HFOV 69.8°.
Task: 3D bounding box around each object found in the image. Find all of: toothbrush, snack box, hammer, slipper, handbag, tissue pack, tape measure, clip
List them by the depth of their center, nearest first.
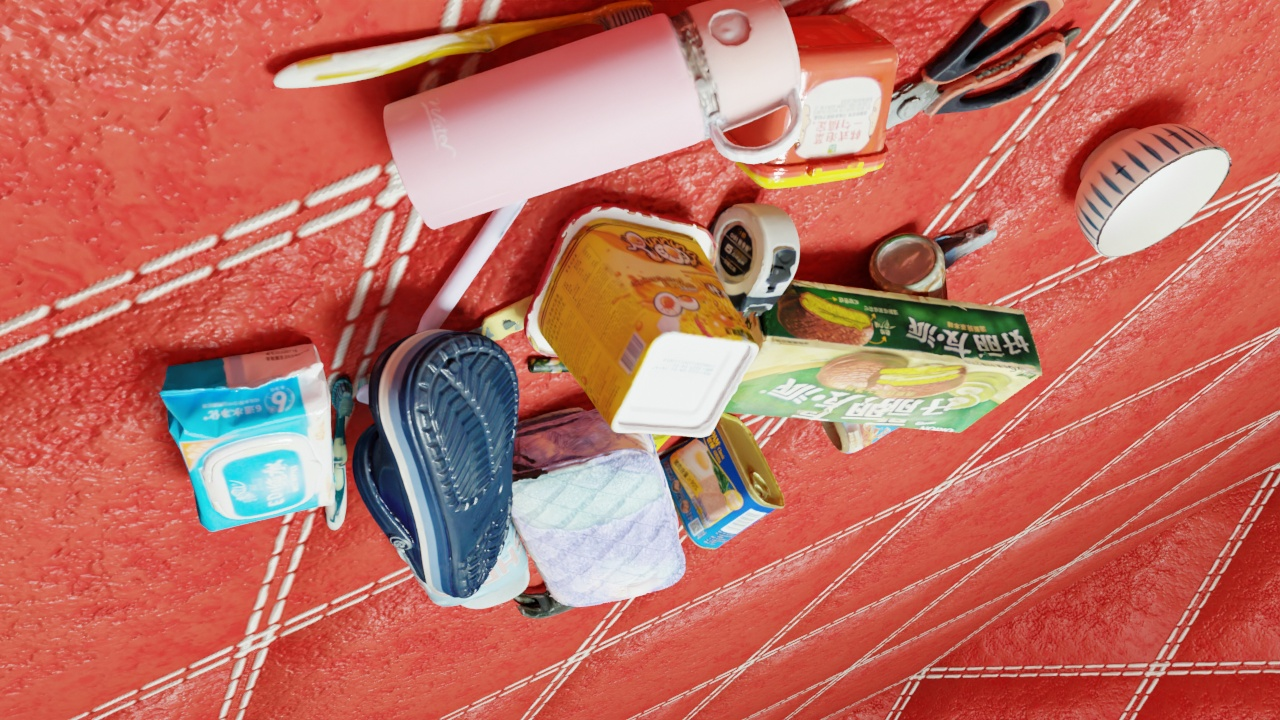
[{"bbox_3d":[-0.080,-0.152,0.447,0.191,0.018,0.016,-17,163,-16],"label":"toothbrush"},{"bbox_3d":[0.097,-0.149,0.524,0.091,0.082,0.080,-12,135,-22],"label":"snack box"},{"bbox_3d":[-0.126,-0.039,0.578,0.190,0.021,0.029,-47,180,27],"label":"toothbrush"},{"bbox_3d":[-0.242,0.051,0.579,0.089,0.063,0.140,-11,145,-23],"label":"tissue pack"},{"bbox_3d":[0.076,-0.074,0.626,0.033,0.065,0.066,-7,145,-35],"label":"tape measure"},{"bbox_3d":[-0.143,0.069,0.634,0.095,0.104,0.253,16,137,13],"label":"slipper"},{"bbox_3d":[-0.221,0.077,0.673,0.016,0.018,0.192,-9,143,-27],"label":"toothbrush"},{"bbox_3d":[-0.004,0.004,0.725,0.185,0.017,0.012,0,100,-35],"label":"toothbrush"},{"bbox_3d":[0.181,-0.001,0.731,0.240,0.063,0.115,6,150,-16],"label":"snack box"},{"bbox_3d":[0.274,-0.098,0.775,0.058,0.041,0.026,-25,145,-11],"label":"clip"},{"bbox_3d":[-0.041,0.126,0.779,0.134,0.075,0.194,-14,132,1],"label":"handbag"},{"bbox_3d":[-0.150,0.182,0.821,0.104,0.074,0.246,-21,149,-7],"label":"slipper"},{"bbox_3d":[-0.044,0.165,0.905,0.126,0.032,0.324,-12,145,-33],"label":"hammer"}]

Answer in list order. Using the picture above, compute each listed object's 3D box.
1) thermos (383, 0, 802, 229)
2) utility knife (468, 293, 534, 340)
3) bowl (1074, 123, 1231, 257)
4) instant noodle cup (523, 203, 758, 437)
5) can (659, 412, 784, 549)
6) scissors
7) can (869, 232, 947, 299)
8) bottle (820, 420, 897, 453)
[{"bbox_3d":[-0.019,-0.117,0.454,0.198,0.087,0.067,-16,166,2],"label":"thermos"},{"bbox_3d":[-0.061,-0.040,0.630,0.198,0.021,0.031,-21,141,0],"label":"utility knife"},{"bbox_3d":[0.409,-0.148,0.755,0.116,0.066,0.117,-18,146,-13],"label":"bowl"},{"bbox_3d":[0.004,-0.021,0.576,0.116,0.123,0.116,6,124,-33],"label":"instant noodle cup"},{"bbox_3d":[0.073,0.114,0.858,0.083,0.102,0.057,-39,146,24],"label":"can"},{"bbox_3d":[0.189,-0.184,0.598,0.205,0.015,0.198,0,140,-35],"label":"scissors"},{"bbox_3d":[0.232,-0.047,0.780,0.058,0.058,0.147,-30,148,5],"label":"can"},{"bbox_3d":[0.283,0.020,0.906,0.218,0.065,0.065,-25,148,-4],"label":"bottle"}]
